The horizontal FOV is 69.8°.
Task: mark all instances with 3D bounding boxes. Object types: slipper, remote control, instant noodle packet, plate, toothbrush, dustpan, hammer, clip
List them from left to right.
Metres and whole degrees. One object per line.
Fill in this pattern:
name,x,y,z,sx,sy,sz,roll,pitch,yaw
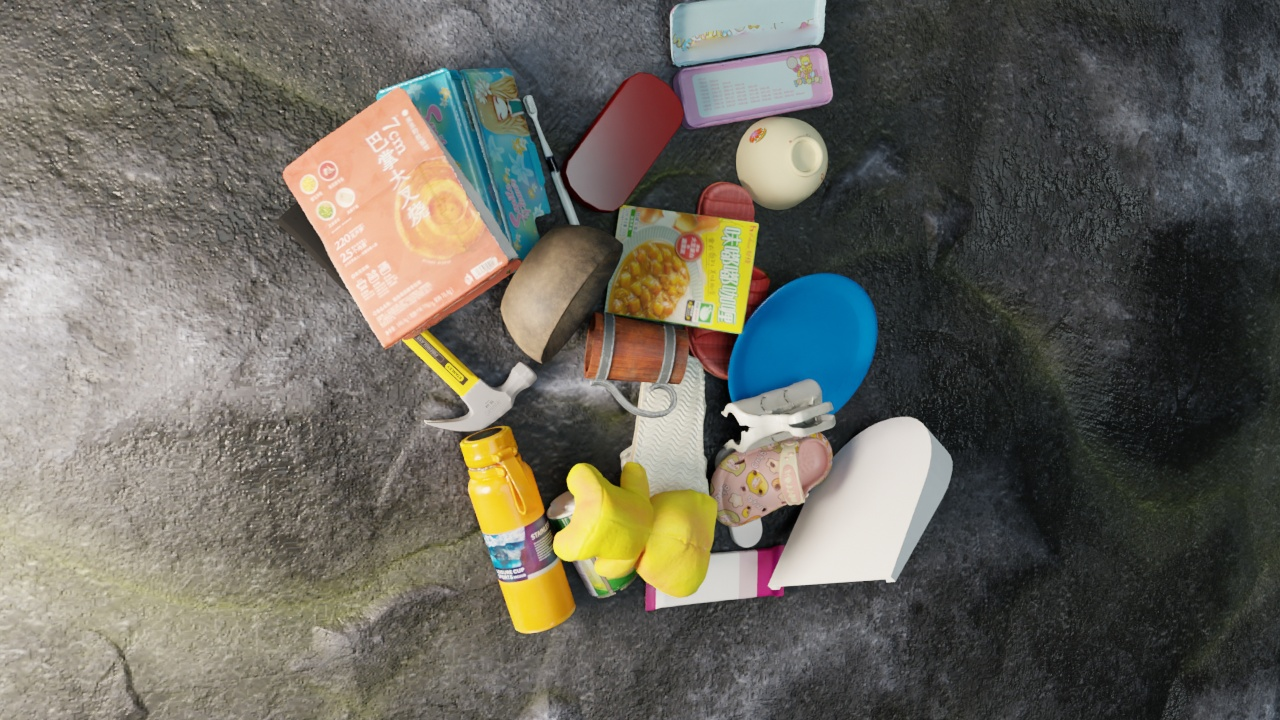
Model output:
instant noodle packet,-0.253,-0.147,0.951,0.164,0.084,0.221,-33,95,10
hammer,-0.269,-0.046,1.020,0.127,0.029,0.323,-47,107,-10
toothbrush,-0.099,-0.219,1.073,0.012,0.017,0.187,-22,102,-6
slipper,0.034,0.124,1.132,0.114,0.054,0.272,3,85,-19
slipper,0.110,-0.099,1.138,0.103,0.059,0.249,-1,94,-20
remote control,0.128,0.177,1.190,0.043,0.013,0.136,-16,100,-18
clip,0.172,0.060,1.120,0.126,0.152,0.105,-17,75,-21
slipper,0.179,0.146,1.160,0.196,0.082,0.093,-22,102,-28
plate,0.205,-0.009,1.173,0.224,0.024,0.225,-12,120,-22
dustpan,0.290,0.185,1.146,0.053,0.192,0.257,45,55,-18

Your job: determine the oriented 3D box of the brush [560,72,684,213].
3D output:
brush,-0.024,-0.255,1.084,0.082,0.042,0.173,38,81,-19

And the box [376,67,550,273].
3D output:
box,-0.179,-0.204,1.014,0.168,0.086,0.227,-19,101,-18

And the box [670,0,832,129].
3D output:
box,0.139,-0.376,1.135,0.214,0.041,0.151,-14,112,-18

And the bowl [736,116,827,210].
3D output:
bowl,0.189,-0.250,1.145,0.118,0.074,0.118,-2,95,-20

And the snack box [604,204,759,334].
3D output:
snack box,0.048,-0.109,1.092,0.168,0.027,0.132,9,91,8

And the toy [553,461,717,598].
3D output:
toy,0.005,0.187,1.041,0.193,0.088,0.134,23,75,-24

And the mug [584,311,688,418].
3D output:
mug,-0.006,0.006,1.076,0.111,0.082,0.117,7,75,-10

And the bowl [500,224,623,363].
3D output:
bowl,-0.092,-0.082,1.019,0.070,0.162,0.162,34,82,4

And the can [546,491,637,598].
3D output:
can,-0.057,0.215,1.097,0.067,0.067,0.121,-30,104,-16

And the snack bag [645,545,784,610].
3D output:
snack bag,0.098,0.280,1.186,0.196,0.016,0.070,-1,93,-20

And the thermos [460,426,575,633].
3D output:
thermos,-0.137,0.191,1.055,0.092,0.076,0.233,-11,101,26
